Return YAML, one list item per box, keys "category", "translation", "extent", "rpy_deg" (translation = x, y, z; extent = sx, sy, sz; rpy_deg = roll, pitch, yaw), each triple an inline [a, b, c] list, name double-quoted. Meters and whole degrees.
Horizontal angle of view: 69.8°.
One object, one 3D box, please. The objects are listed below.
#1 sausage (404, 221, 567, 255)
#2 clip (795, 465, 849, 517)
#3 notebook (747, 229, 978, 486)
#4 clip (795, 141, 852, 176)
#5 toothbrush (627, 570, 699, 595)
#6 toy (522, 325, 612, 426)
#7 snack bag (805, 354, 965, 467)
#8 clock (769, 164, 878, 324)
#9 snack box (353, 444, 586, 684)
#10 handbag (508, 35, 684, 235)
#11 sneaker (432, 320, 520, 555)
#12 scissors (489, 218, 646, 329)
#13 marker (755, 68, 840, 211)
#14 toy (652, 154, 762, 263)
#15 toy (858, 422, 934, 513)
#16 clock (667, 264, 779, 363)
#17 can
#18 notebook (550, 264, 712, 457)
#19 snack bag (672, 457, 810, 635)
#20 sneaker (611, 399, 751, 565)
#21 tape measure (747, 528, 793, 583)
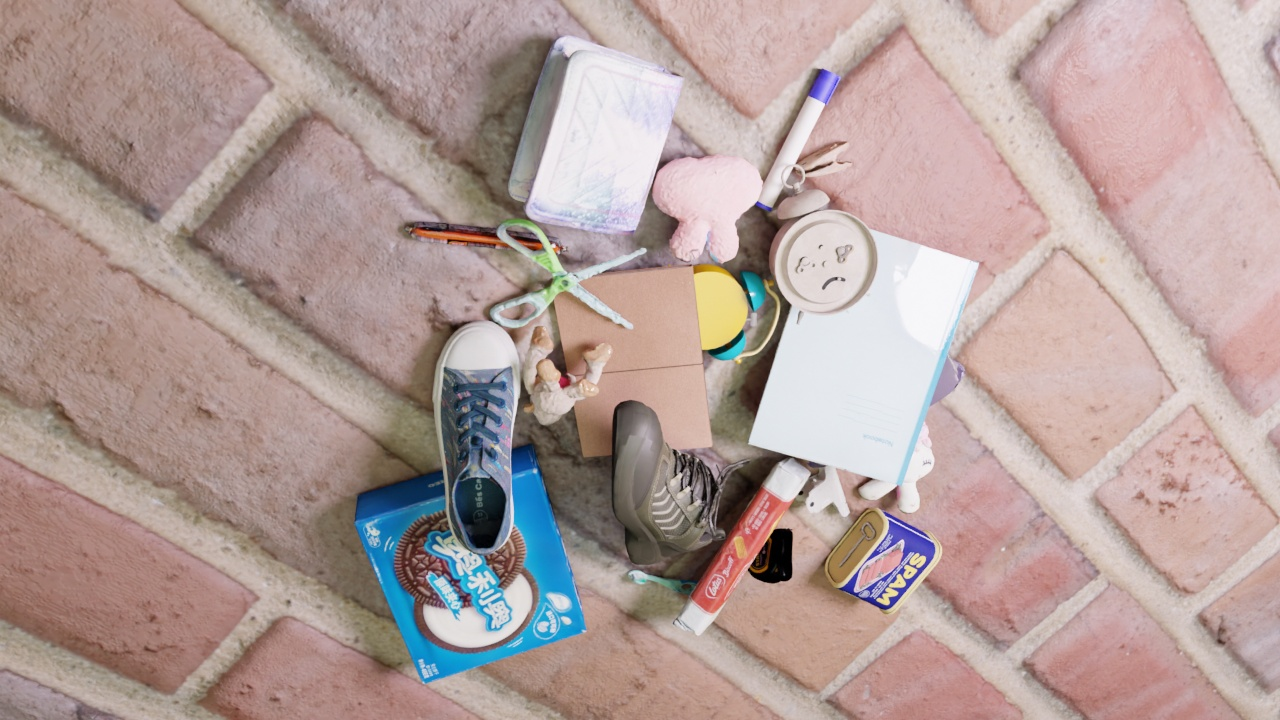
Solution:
- category: "sausage"
  translation: [-0.145, -0.116, 0.873]
  extent: [0.155, 0.020, 0.020]
  rpy_deg: [4, 114, -15]
- category: "clip"
  translation: [0.215, 0.156, 1.082]
  extent: [0.055, 0.045, 0.102]
  rpy_deg: [-30, 118, -13]
- category: "notebook"
  translation: [0.235, -0.007, 0.971]
  extent: [0.181, 0.009, 0.253]
  rpy_deg: [15, 98, -7]
- category: "clip"
  translation: [0.184, -0.200, 0.908]
  extent: [0.059, 0.026, 0.052]
  rpy_deg: [17, 109, -21]
- category: "toothbrush"
  translation: [0.048, 0.271, 1.108]
  extent: [0.135, 0.017, 0.022]
  rpy_deg: [15, 107, -19]
- category: "toy"
  translation: [-0.081, 0.026, 0.930]
  extent: [0.085, 0.074, 0.106]
  rpy_deg: [7, 136, -22]
- category: "snack bag"
  translation: [0.261, 0.037, 1.022]
  extent: [0.205, 0.058, 0.096]
  rpy_deg: [-32, 118, 4]
- category: "clock"
  translation: [0.172, -0.120, 0.914]
  extent: [0.103, 0.061, 0.157]
  rpy_deg: [-22, 106, 0]
- category: "snack box"
  translation: [-0.180, 0.227, 1.010]
  extent: [0.195, 0.056, 0.239]
  rpy_deg: [-16, 117, -6]
- category: "handbag"
  translation: [-0.040, -0.200, 0.835]
  extent: [0.126, 0.069, 0.159]
  rpy_deg: [6, 115, -32]
- category: "sneaker"
  translation: [-0.161, 0.079, 0.894]
  extent: [0.087, 0.079, 0.235]
  rpy_deg: [0, 93, -6]
- category: "scissors"
  translation: [-0.076, -0.075, 0.891]
  extent: [0.171, 0.023, 0.173]
  rpy_deg: [38, 114, -23]
- category: "marker"
  translation: [0.152, -0.214, 0.896]
  extent: [0.020, 0.020, 0.142]
  rpy_deg: [19, 110, -21]
- category: "toy"
  translation: [0.063, -0.145, 0.884]
  extent: [0.108, 0.053, 0.105]
  rpy_deg: [-3, 105, -18]
- category: "toy"
  translation: [0.311, 0.124, 1.088]
  extent: [0.079, 0.038, 0.123]
  rpy_deg: [8, 111, -10]
- category: "clock"
  translation: [0.079, -0.051, 0.947]
  extent: [0.129, 0.043, 0.099]
  rpy_deg: [16, 111, -12]
- category: "can"
  translation: [0.297, 0.246, 1.134]
  extent: [0.092, 0.056, 0.116]
  rpy_deg: [28, 106, -23]
- category: "notebook"
  translation: [-0.006, 0.006, 0.950]
  extent: [0.141, 0.008, 0.209]
  rpy_deg: [-5, 117, 6]
- category: "snack bag"
  translation: [0.118, 0.213, 1.055]
  extent: [0.041, 0.077, 0.225]
  rpy_deg: [33, 101, 16]
- category: "sneaker"
  translation: [0.046, 0.135, 0.958]
  extent: [0.143, 0.100, 0.238]
  rpy_deg: [-5, 137, 6]
- category: "tape measure"
  translation: [0.155, 0.234, 1.091]
  extent: [0.034, 0.061, 0.062]
  rpy_deg: [25, 151, -35]
